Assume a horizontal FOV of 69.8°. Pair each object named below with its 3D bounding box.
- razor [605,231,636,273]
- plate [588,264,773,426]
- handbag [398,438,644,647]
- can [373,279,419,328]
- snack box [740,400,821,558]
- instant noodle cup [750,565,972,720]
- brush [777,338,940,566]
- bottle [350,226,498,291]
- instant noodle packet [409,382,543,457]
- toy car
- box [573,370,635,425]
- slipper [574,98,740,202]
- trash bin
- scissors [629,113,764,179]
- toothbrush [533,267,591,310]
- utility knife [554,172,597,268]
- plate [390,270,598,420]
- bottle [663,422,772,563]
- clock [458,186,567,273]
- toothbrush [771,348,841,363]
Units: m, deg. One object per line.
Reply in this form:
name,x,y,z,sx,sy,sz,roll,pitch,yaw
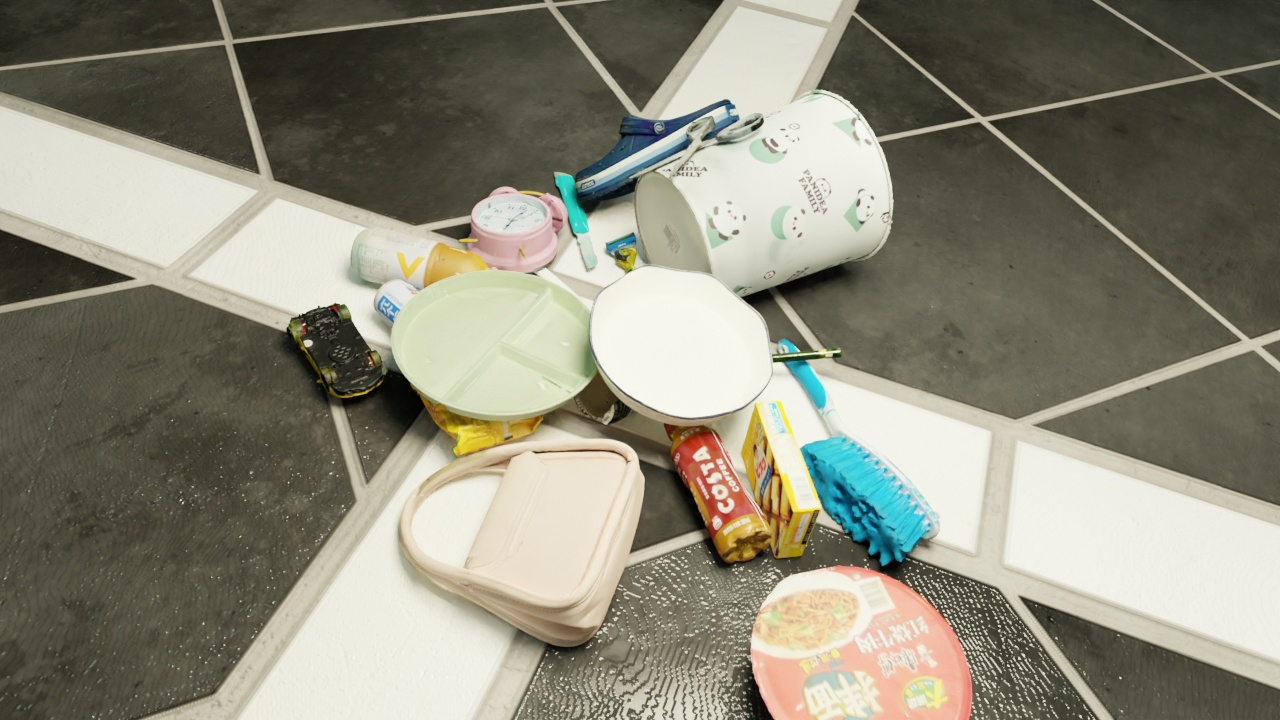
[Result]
razor,-0.009,-0.107,1.184,0.043,0.022,0.142,-23,52,8
plate,0.040,-0.014,0.994,0.205,0.046,0.204,7,53,-10
handbag,-0.124,0.158,0.890,0.234,0.093,0.192,9,46,13
can,-0.252,-0.040,1.068,0.134,0.053,0.053,38,53,26
snack box,0.142,0.121,0.942,0.033,0.087,0.140,-3,47,-10
instant noodle cup,0.188,0.280,0.813,0.194,0.066,0.193,3,48,-4
brush,0.213,0.087,1.012,0.109,0.061,0.314,-17,49,-29
bottle,-0.257,-0.113,1.127,0.189,0.068,0.067,14,47,6
instant noodle packet,-0.175,0.046,0.992,0.110,0.044,0.128,-19,43,-26
toy car,-0.343,-0.009,1.037,0.071,0.041,0.156,-26,53,-27
box,-0.008,0.005,1.041,0.087,0.076,0.162,39,56,11
slipper,0.009,-0.290,1.225,0.105,0.253,0.095,-22,90,-66
trash bin,0.145,-0.190,1.155,0.251,0.230,0.229,-24,54,-19
scissors,0.065,-0.256,1.087,0.181,0.014,0.159,-20,28,3
toothbrush,-0.088,-0.081,1.157,0.016,0.016,0.180,-29,54,-35
utility knife,-0.089,-0.197,1.265,0.029,0.013,0.222,-5,45,-14
plate,-0.154,-0.018,1.004,0.230,0.028,0.229,6,43,-5
bottle,0.075,0.123,0.952,0.057,0.058,0.174,-12,49,-18
clock,-0.160,-0.178,1.200,0.117,0.060,0.158,13,40,12
toothbrush,0.142,-0.003,1.082,0.186,0.012,0.017,-5,34,8
